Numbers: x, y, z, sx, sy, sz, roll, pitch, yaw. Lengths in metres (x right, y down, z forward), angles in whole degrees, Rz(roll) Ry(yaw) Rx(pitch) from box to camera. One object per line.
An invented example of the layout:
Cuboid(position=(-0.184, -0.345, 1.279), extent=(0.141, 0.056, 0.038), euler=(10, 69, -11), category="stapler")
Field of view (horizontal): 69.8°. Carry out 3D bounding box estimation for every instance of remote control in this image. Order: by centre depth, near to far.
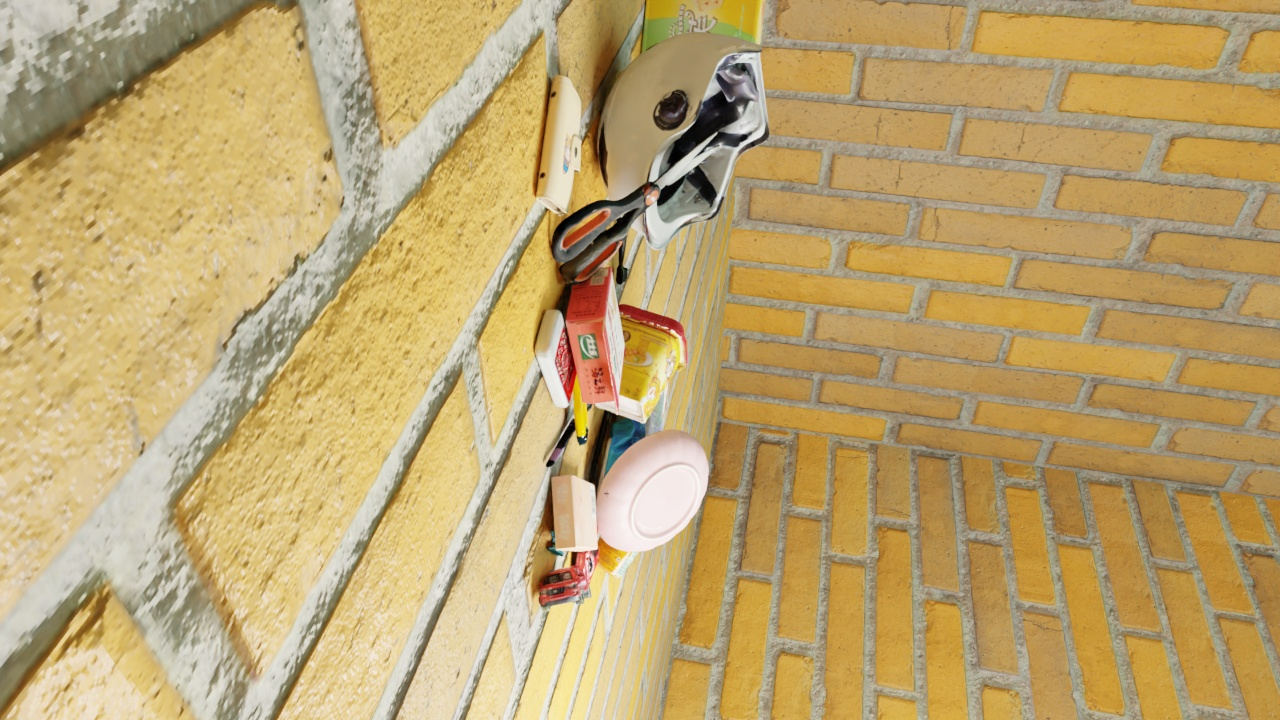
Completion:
Cuboid(position=(-0.087, 0.000, 0.971), extent=(0.136, 0.020, 0.055), euler=(82, 19, -61), category="remote control")

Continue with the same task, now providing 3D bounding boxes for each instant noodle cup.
Cuboid(position=(-0.007, 0.007, 1.234), extent=(0.116, 0.116, 0.123), euler=(80, 31, -64), category="instant noodle cup")

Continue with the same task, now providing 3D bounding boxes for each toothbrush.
Cuboid(position=(-0.083, 0.080, 1.089), extent=(0.188, 0.014, 0.017), euler=(-62, 150, -66), category="toothbrush")
Cuboid(position=(-0.021, -0.200, 1.210), extent=(0.027, 0.026, 0.213), euler=(-35, 136, -49), category="toothbrush")
Cuboid(position=(-0.060, 0.139, 1.287), extent=(0.016, 0.018, 0.180), euler=(74, 22, -51), category="toothbrush")

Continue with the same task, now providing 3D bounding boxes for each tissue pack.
Cuboid(position=(-0.029, 0.152, 1.312), extent=(0.094, 0.052, 0.157), euler=(-89, -169, -69), category="tissue pack")

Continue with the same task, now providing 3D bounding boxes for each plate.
Cuboid(position=(0.025, 0.190, 1.279), extent=(0.192, 0.039, 0.193), euler=(-19, 125, -30), category="plate")

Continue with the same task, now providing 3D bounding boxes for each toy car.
Cuboid(position=(-0.090, 0.267, 1.080), extent=(0.120, 0.053, 0.045), euler=(78, -1, -83), category="toy car")
Cuboid(position=(-0.073, 0.265, 1.240), extent=(0.049, 0.031, 0.106), euler=(-62, 161, -69), category="toy car")

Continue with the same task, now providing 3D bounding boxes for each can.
Cuboid(position=(-0.013, 0.247, 1.351), extent=(0.146, 0.058, 0.058), euler=(-53, 166, -8), category="can")

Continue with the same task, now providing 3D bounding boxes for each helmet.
Cuboid(position=(0.033, -0.272, 1.078), extent=(0.258, 0.146, 0.229), euler=(-54, 160, -3), category="helmet")

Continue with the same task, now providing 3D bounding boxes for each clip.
Cuboid(position=(-0.100, 0.220, 1.098), extent=(0.056, 0.014, 0.040), euler=(79, 20, -65), category="clip")

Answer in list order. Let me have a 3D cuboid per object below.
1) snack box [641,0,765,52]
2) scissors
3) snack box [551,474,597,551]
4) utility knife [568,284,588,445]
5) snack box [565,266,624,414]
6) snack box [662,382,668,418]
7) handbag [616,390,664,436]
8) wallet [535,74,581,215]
Cuboid(position=(0.088, -0.468, 1.250), extent=(0.070, 0.158, 0.210), euler=(-35, 132, -76), category="snack box")
Cuboid(position=(-0.003, -0.169, 0.948), extent=(0.234, 0.021, 0.162), euler=(-50, 155, 11), category="scissors")
Cuboid(position=(-0.078, 0.188, 1.113), extent=(0.157, 0.026, 0.084), euler=(59, 26, -76), category="snack box")
Cuboid(position=(-0.072, 0.004, 1.053), extent=(0.033, 0.015, 0.207), euler=(-78, 166, -66), category="utility knife")
Cuboid(position=(-0.048, -0.021, 0.998), extent=(0.126, 0.044, 0.113), euler=(-85, 169, -53), category="snack box")
Cuboid(position=(0.006, 0.112, 1.555), extent=(0.058, 0.057, 0.207), euler=(40, 58, -77), category="snack box")
Cuboid(position=(-0.004, 0.111, 1.418), extent=(0.134, 0.075, 0.194), euler=(-79, 172, -69), category="handbag")
Cuboid(position=(-0.074, -0.201, 0.876), extent=(0.087, 0.024, 0.115), euler=(19, 78, -82), category="wallet")
